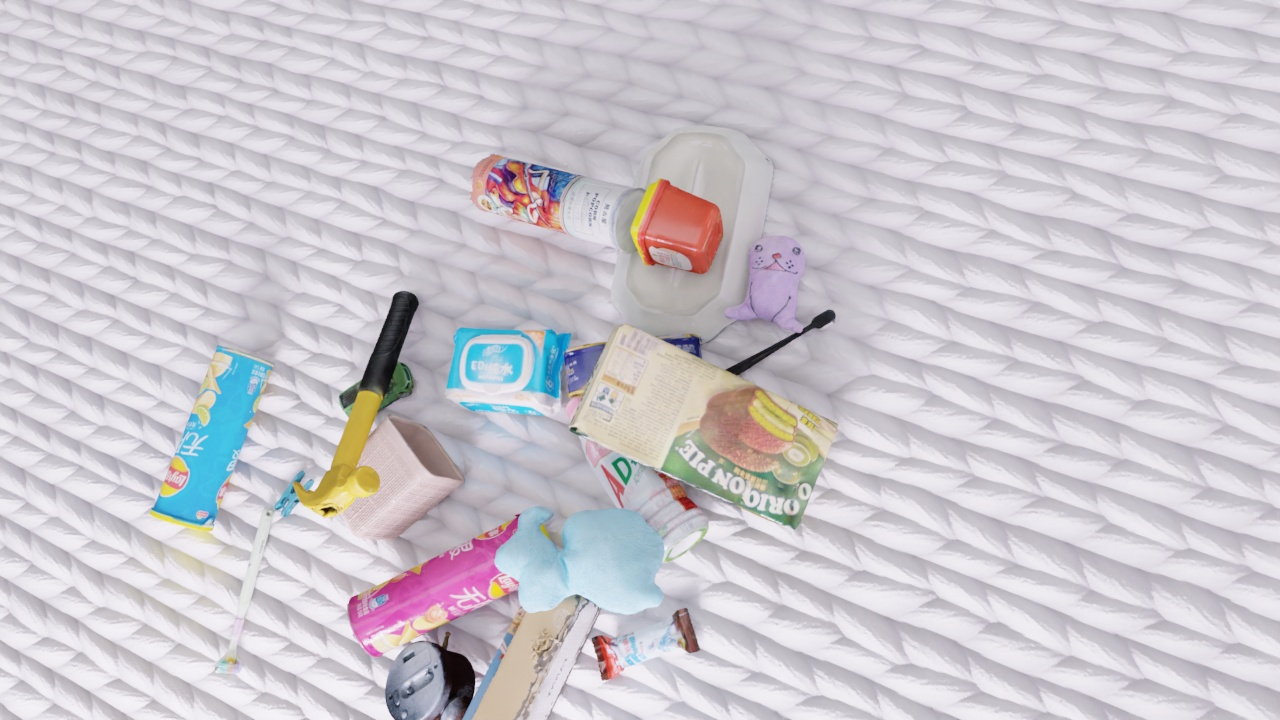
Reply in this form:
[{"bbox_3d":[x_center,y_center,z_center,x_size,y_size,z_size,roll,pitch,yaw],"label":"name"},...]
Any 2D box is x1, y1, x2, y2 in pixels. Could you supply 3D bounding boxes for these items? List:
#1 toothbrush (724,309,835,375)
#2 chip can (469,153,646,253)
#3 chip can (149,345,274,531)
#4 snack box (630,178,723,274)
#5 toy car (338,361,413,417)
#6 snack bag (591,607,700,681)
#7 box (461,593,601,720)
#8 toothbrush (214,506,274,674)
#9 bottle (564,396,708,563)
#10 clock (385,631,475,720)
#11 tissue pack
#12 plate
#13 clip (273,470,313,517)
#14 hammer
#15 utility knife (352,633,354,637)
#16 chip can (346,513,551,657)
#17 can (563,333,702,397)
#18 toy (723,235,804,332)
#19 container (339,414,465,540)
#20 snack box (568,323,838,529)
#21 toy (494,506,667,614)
[{"bbox_3d":[0.126,-0.003,0.972,0.181,0.018,0.015,-30,64,8],"label":"toothbrush"},{"bbox_3d":[-0.092,-0.179,1.030,0.215,0.071,0.071,20,81,31],"label":"chip can"},{"bbox_3d":[-0.506,0.091,1.089,0.071,0.071,0.210,14,79,18],"label":"chip can"},{"bbox_3d":[0.040,-0.133,0.954,0.080,0.091,0.082,21,81,13],"label":"snack box"},{"bbox_3d":[-0.308,0.035,1.070,0.091,0.036,0.043,-30,68,2],"label":"toy car"},{"bbox_3d":[0.005,0.284,0.919,0.104,0.026,0.048,-19,83,10],"label":"snack bag"},{"bbox_3d":[-0.109,0.308,0.910,0.061,0.090,0.184,26,78,19],"label":"box"},{"bbox_3d":[-0.450,0.262,1.056,0.020,0.029,0.189,-12,64,55],"label":"toothbrush"},{"bbox_3d":[-0.011,0.114,0.951,0.068,0.068,0.197,-40,66,2],"label":"bottle"},{"bbox_3d":[-0.210,0.342,0.931,0.082,0.055,0.121,-36,50,14],"label":"clock"},{"bbox_3d":[-0.146,0.010,1.016,0.140,0.063,0.090,3,76,16],"label":"tissue pack"},{"bbox_3d":[0.053,-0.148,1.020,0.162,0.034,0.265,10,78,18],"label":"plate"},{"bbox_3d":[-0.406,0.157,1.074,0.042,0.014,0.056,34,87,22],"label":"clip"},{"bbox_3d":[-0.295,0.039,0.998,0.129,0.033,0.299,-25,40,32],"label":"hammer"},{"bbox_3d":[-0.226,0.245,1.000,0.216,0.013,0.029,-37,73,2],"label":"utility knife"},{"bbox_3d":[-0.194,0.232,0.954,0.210,0.071,0.071,-26,70,2],"label":"chip can"},{"bbox_3d":[-0.006,0.006,0.953,0.148,0.075,0.049,-7,83,-16],"label":"can"},{"bbox_3d":[0.138,-0.085,0.975,0.084,0.039,0.108,10,74,9],"label":"toy"},{"bbox_3d":[-0.272,0.133,1.006,0.111,0.090,0.090,-43,69,4],"label":"container"},{"bbox_3d":[0.061,0.064,0.889,0.240,0.063,0.114,25,82,-9],"label":"snack box"},{"bbox_3d":[-0.050,0.188,0.877,0.156,0.050,0.161,-36,58,-7],"label":"toy"}]
